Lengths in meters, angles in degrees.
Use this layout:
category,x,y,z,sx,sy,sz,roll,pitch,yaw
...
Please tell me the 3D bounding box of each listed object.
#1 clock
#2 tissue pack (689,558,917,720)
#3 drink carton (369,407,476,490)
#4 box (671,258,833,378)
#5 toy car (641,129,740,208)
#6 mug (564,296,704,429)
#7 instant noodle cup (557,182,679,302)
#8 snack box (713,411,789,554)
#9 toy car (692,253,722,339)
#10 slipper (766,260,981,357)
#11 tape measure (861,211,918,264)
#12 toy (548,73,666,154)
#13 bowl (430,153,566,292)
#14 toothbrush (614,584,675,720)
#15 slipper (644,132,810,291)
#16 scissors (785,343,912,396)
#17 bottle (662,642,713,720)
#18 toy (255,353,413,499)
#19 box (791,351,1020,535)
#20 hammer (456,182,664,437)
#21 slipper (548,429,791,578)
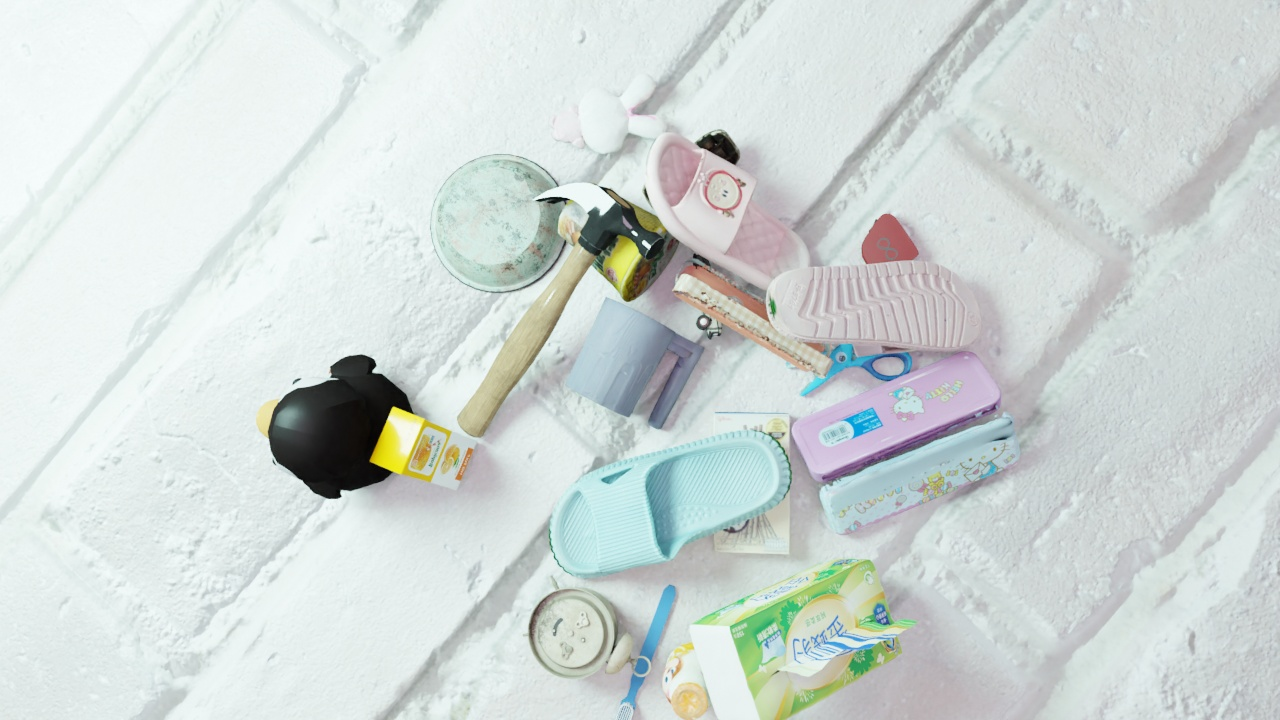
category,x,y,z,sx,sy,sz,roll,pitch,yaw
clock,-0.052,0.294,0.972,0.141,0.054,0.093,25,89,13
tissue pack,0.169,0.267,0.874,0.197,0.142,0.120,-23,89,-31
drink carton,-0.223,0.095,0.962,0.040,0.122,0.058,18,81,21
box,0.120,-0.044,0.946,0.187,0.055,0.076,30,46,-9
toy car,0.054,-0.206,0.998,0.113,0.040,0.048,-34,115,12
mug,-0.006,0.006,0.979,0.124,0.084,0.104,27,90,-21
instant noodle cup,-0.026,-0.133,0.977,0.108,0.102,0.102,37,90,14
snack box,0.119,0.130,0.981,0.082,0.026,0.150,0,88,6
toy car,0.073,-0.070,0.988,0.037,0.040,0.092,-11,86,2
slipper,0.236,-0.052,0.951,0.239,0.064,0.094,1,78,-16
tape measure,0.262,-0.123,0.988,0.051,0.019,0.059,-33,85,5
toy,-0.038,-0.265,1.010,0.125,0.037,0.076,-15,89,6
bowl,-0.160,-0.156,1.013,0.157,0.038,0.157,0,87,5
toothbrush,0.005,0.321,0.986,0.016,0.014,0.166,20,88,5
slipper,0.093,-0.147,0.947,0.221,0.056,0.106,36,60,-19
scissors,0.227,0.004,0.987,0.140,0.013,0.113,-42,84,-1
bottle,0.053,0.329,0.933,0.063,0.109,0.063,0,89,7
toy,-0.305,0.072,0.939,0.140,0.184,0.159,14,88,4
box,0.279,0.088,0.957,0.214,0.062,0.140,-23,88,3
hammer,-0.109,-0.045,0.959,0.132,0.040,0.306,43,111,18
slipper,0.022,0.148,0.952,0.276,0.069,0.116,-21,79,13
